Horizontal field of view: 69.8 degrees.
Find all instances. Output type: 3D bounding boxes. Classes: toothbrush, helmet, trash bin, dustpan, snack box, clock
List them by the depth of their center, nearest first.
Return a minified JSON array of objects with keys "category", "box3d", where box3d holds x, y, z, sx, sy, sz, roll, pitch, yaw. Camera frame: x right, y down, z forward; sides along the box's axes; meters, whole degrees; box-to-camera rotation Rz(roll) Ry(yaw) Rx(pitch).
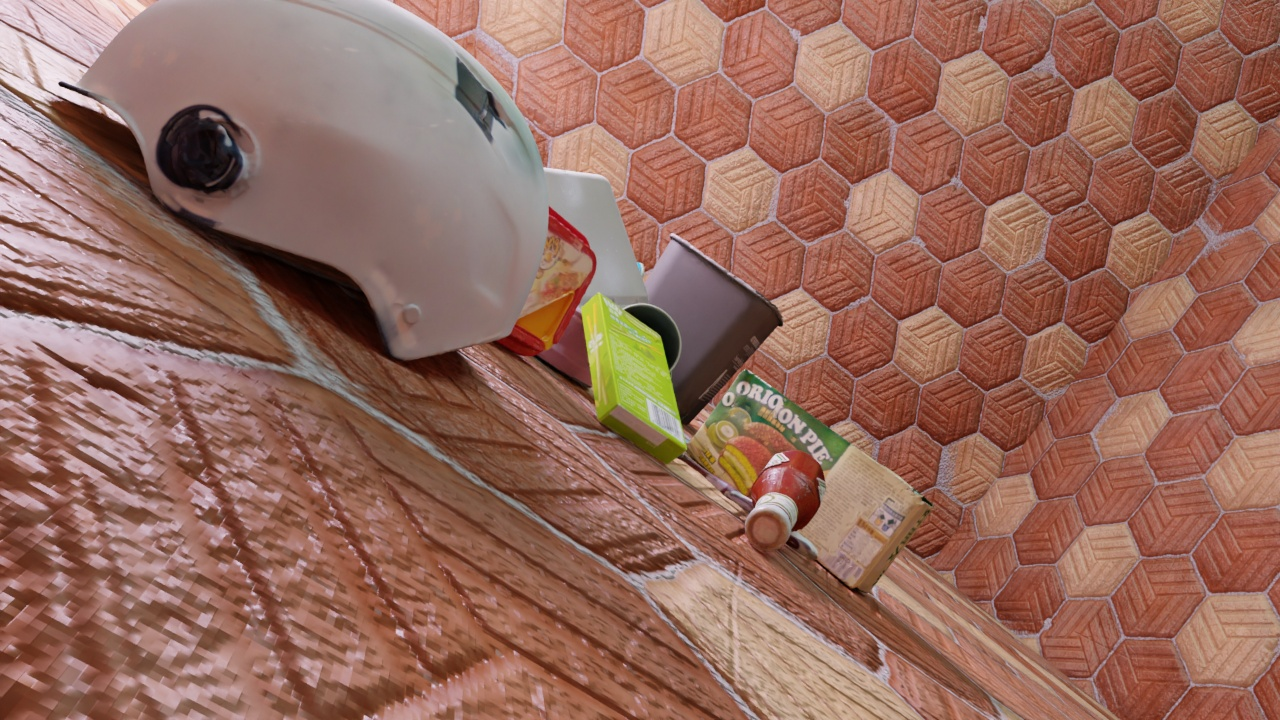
[{"category":"helmet","box3d":[-0.155,-0.122,0.504,0.258,0.146,0.229,36,2,-2]},{"category":"snack box","box3d":[-0.007,0.013,0.813,0.085,0.026,0.156,34,27,-33]},{"category":"toothbrush","box3d":[0.087,0.126,0.844,0.187,0.016,0.017,37,10,2]},{"category":"clock","box3d":[-0.092,-0.038,0.892,0.158,0.060,0.117,33,4,-35]},{"category":"snack box","box3d":[0.169,0.121,0.950,0.240,0.114,0.063,37,3,33]},{"category":"dustpan","box3d":[-0.122,-0.139,1.116,0.143,0.257,0.222,-19,-10,42]},{"category":"trash bin","box3d":[0.071,-0.036,1.370,0.198,0.220,0.199,37,2,14]}]

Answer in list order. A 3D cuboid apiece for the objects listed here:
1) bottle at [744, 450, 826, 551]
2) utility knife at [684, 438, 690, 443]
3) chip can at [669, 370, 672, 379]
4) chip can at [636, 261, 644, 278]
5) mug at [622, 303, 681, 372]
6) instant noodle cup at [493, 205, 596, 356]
[{"category":"bottle","box3d":[0.121,0.120,0.784,0.060,0.060,0.205,37,13,10]},{"category":"utility knife","box3d":[0.085,0.111,1.122,0.033,0.015,0.218,35,1,29]},{"category":"chip can","box3d":[-0.020,-0.005,1.187,0.072,0.072,0.221,36,2,-20]},{"category":"chip can","box3d":[-0.102,-0.138,1.213,0.210,0.071,0.071,23,7,-21]},{"category":"mug","box3d":[-0.006,0.006,0.999,0.082,0.111,0.106,-6,-12,-15]},{"category":"instant noodle cup","box3d":[-0.122,-0.080,0.773,0.124,0.116,0.116,25,-6,35]}]
